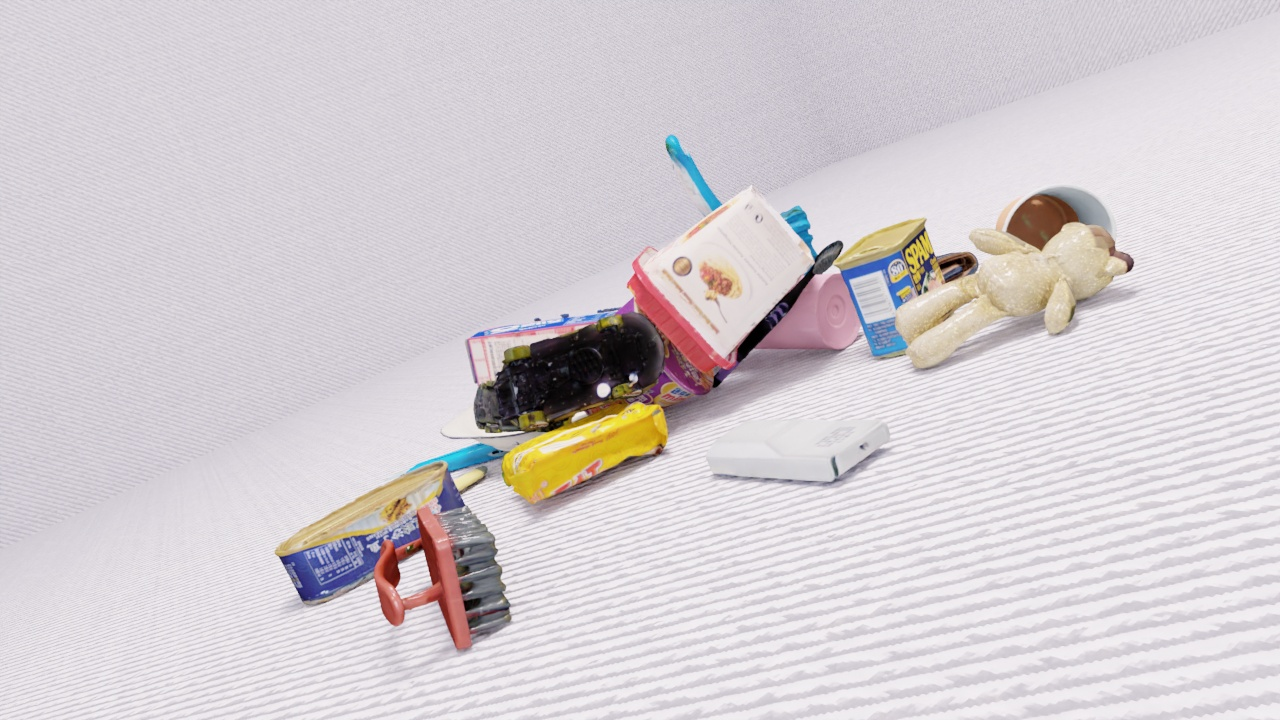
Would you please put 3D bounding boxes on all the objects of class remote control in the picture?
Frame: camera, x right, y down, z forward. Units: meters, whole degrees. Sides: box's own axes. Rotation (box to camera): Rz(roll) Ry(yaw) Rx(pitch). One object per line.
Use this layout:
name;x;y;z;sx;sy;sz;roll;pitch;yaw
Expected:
remote control;0.091;0.053;0.564;0.048;0.024;0.125;-30;12;-30

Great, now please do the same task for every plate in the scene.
plate;-0.097;0.052;0.906;0.164;0.034;0.163;-7;17;19

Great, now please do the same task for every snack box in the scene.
snack box;-0.074;-0.016;0.953;0.208;0.058;0.057;-7;13;15

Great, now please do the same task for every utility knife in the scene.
utility knife;-0.200;0.106;0.961;0.182;0.018;0.034;-18;14;26
utility knife;-0.208;0.135;0.821;0.183;0.019;0.031;-23;4;-38

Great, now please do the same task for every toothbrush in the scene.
toothbrush;0.110;-0.033;0.776;0.190;0.014;0.016;-51;10;38

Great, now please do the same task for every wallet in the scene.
wallet;0.247;-0.074;0.866;0.090;0.033;0.115;-24;8;-18

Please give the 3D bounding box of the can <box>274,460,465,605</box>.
can;-0.212;0.136;0.736;0.147;0.049;0.075;-28;11;-28

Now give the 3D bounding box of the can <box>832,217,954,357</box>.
can;0.203;-0.058;0.724;0.057;0.083;0.101;-16;12;36

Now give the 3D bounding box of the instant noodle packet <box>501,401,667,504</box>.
instant noodle packet;-0.047;0.072;0.720;0.128;0.044;0.111;-22;3;-15

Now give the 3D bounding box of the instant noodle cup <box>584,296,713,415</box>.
instant noodle cup;-0.005;0.005;0.816;0.099;0.111;0.111;-34;5;24

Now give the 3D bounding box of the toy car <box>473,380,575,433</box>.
toy car;-0.102;0.040;0.813;0.105;0.048;0.032;-3;-7;30

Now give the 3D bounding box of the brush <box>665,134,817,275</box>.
brush;0.105;-0.118;0.849;0.109;0.060;0.315;-19;-30;4

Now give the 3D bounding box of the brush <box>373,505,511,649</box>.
brush;-0.127;0.125;0.560;0.069;0.063;0.146;-12;5;-18

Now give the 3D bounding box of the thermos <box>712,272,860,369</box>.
thermos;0.106;-0.033;0.849;0.067;0.087;0.199;-12;7;-40

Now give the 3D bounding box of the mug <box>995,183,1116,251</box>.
mug;0.321;-0.101;0.730;0.078;0.078;0.122;-20;5;17

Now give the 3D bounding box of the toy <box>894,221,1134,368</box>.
toy;0.253;-0.044;0.635;0.157;0.066;0.105;-26;42;5

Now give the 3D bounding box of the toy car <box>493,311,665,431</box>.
toy car;-0.051;0.011;0.752;0.158;0.070;0.042;-17;-12;20

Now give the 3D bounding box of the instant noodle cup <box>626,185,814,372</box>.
instant noodle cup;0.069;-0.072;0.749;0.124;0.116;0.116;-42;6;15
